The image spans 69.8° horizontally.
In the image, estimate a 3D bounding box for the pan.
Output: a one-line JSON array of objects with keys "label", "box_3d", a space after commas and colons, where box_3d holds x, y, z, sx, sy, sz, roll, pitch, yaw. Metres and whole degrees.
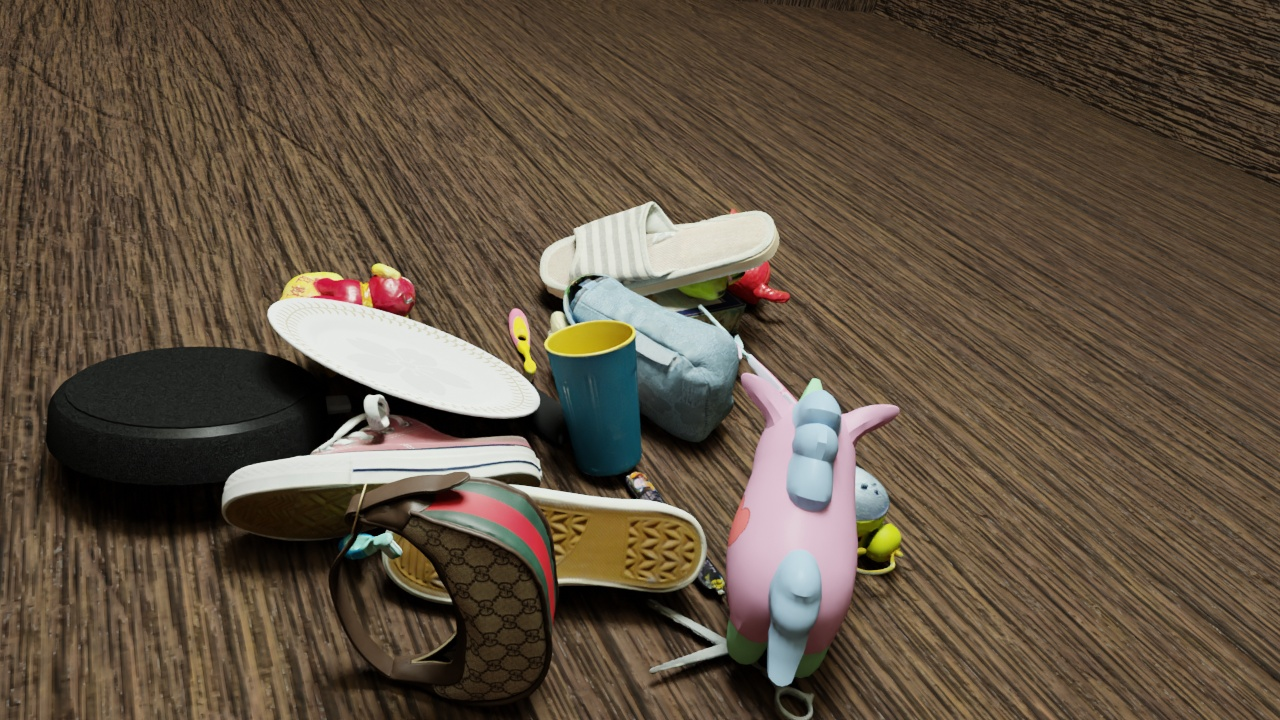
[{"label": "pan", "box_3d": [-0.293, 0.033, 0.775, 0.354, 0.044, 0.204, -4, 22, -31]}]

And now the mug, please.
[{"label": "mug", "box_3d": [-0.035, 0.035, 0.799, 0.078, 0.121, 0.078, -7, 23, 3]}]

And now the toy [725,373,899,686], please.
[{"label": "toy", "box_3d": [0.113, 0.116, 0.659, 0.120, 0.171, 0.221, 13, 24, 4]}]

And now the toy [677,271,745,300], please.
[{"label": "toy", "box_3d": [0.058, -0.108, 1.059, 0.118, 0.043, 0.092, 22, 43, 27]}]

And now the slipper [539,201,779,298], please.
[{"label": "slipper", "box_3d": [0.016, -0.125, 1.020, 0.273, 0.054, 0.114, -5, 53, 14]}]

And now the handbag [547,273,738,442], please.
[{"label": "handbag", "box_3d": [-0.005, 0.005, 0.883, 0.192, 0.122, 0.118, 31, 53, 25]}]

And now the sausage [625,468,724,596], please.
[{"label": "sausage", "box_3d": [0.025, 0.139, 0.761, 0.020, 0.020, 0.155, -8, 37, -29]}]

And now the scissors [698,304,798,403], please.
[{"label": "scissors", "box_3d": [0.103, -0.009, 0.956, 0.170, 0.014, 0.168, 52, 15, 30]}]

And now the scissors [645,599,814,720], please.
[{"label": "scissors", "box_3d": [0.081, 0.207, 0.677, 0.174, 0.014, 0.141, -16, 41, -41]}]

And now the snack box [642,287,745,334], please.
[{"label": "snack box", "box_3d": [0.023, -0.073, 1.075, 0.144, 0.043, 0.144, -12, 39, -33]}]

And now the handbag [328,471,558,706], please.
[{"label": "handbag", "box_3d": [-0.123, 0.142, 0.567, 0.138, 0.167, 0.063, -2, 31, 1]}]

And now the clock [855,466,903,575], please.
[{"label": "clock", "box_3d": [0.172, 0.135, 0.779, 0.083, 0.057, 0.119, -2, 34, -23]}]

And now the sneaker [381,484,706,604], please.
[{"label": "sneaker", "box_3d": [-0.071, 0.132, 0.692, 0.235, 0.087, 0.079, 2, 1, -9]}]

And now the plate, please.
[{"label": "plate", "box_3d": [-0.205, 0.001, 0.806, 0.242, 0.016, 0.242, 22, 11, -5]}]

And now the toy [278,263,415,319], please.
[{"label": "toy", "box_3d": [-0.299, -0.059, 0.933, 0.137, 0.067, 0.105, -4, 38, -11]}]

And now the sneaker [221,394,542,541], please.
[{"label": "sneaker", "box_3d": [-0.196, 0.077, 0.712, 0.240, 0.119, 0.087, -2, 54, -31]}]

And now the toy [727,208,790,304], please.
[{"label": "toy", "box_3d": [0.135, -0.122, 1.123, 0.088, 0.094, 0.133, 22, 18, -49]}]

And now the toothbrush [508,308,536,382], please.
[{"label": "toothbrush", "box_3d": [-0.124, -0.019, 0.969, 0.021, 0.016, 0.135, 0, 31, -15]}]

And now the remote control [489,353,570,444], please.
[{"label": "remote control", "box_3d": [-0.113, 0.033, 0.883, 0.152, 0.020, 0.041, 33, 36, 33]}]

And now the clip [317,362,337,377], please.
[{"label": "clip", "box_3d": [-0.284, -0.008, 0.873, 0.045, 0.054, 0.048, -9, 57, 0]}]

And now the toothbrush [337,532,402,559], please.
[{"label": "toothbrush", "box_3d": [-0.190, 0.129, 0.639, 0.017, 0.135, 0.022, 50, 61, -12]}]
